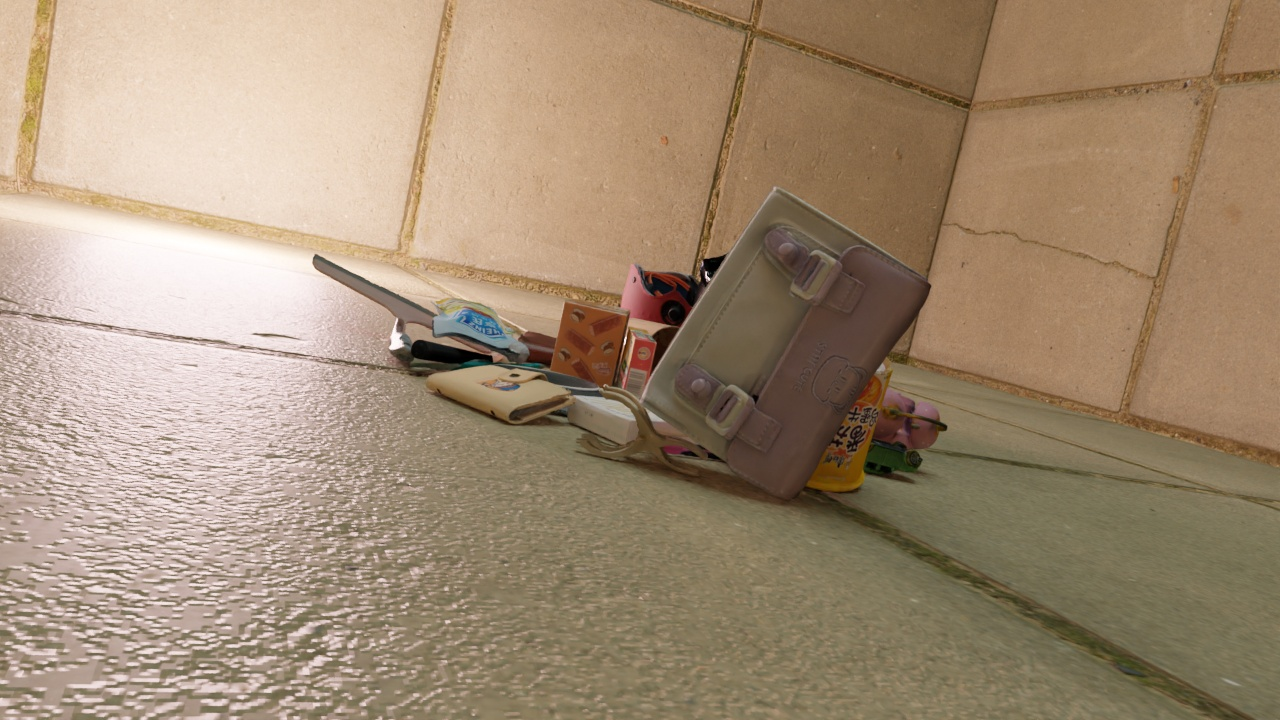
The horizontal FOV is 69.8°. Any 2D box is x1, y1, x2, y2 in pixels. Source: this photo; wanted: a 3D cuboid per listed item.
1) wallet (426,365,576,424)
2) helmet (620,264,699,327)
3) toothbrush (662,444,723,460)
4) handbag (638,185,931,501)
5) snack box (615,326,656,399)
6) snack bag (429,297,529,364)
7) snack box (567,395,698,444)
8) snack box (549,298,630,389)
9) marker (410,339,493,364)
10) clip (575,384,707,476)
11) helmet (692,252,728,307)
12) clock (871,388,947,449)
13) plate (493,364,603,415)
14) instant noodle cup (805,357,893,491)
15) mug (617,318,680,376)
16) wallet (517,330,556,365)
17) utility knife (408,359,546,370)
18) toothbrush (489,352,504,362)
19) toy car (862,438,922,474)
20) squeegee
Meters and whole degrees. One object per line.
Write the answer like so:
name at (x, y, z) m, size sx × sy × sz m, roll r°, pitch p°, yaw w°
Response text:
wallet at (-0.122, 0.025, 0.820) m, size 0.115 × 0.024 × 0.087 m, roll 15°, pitch 19°, yaw 40°
helmet at (0.073, -0.050, 1.485) m, size 0.240 × 0.144 × 0.206 m, roll 31°, pitch 15°, yaw 27°
toothbrush at (0.080, 0.083, 0.808) m, size 0.189 × 0.014 × 0.018 m, roll 9°, pitch -3°, yaw -26°
handbag at (0.110, -0.011, 0.705) m, size 0.145 × 0.197 × 0.098 m, roll 33°, pitch 7°, yaw 9°
snack box at (-0.006, 0.006, 1.050) m, size 0.027 × 0.077 × 0.155 m, roll 12°, pitch 6°, yaw -5°
snack bag at (-0.190, -0.037, 1.062) m, size 0.110 × 0.039 × 0.191 m, roll 25°, pitch 5°, yaw -20°
snack box at (0.018, 0.058, 0.847) m, size 0.156 × 0.027 × 0.085 m, roll 6°, pitch 8°, yaw -44°
snack box at (-0.061, -0.022, 1.121) m, size 0.077 × 0.094 × 0.092 m, roll 12°, pitch 6°, yaw 1°
marker at (-0.197, -0.005, 0.973) m, size 0.022 × 0.020 × 0.132 m, roll -9°, pitch -9°, yaw 19°
clip at (0.002, 0.048, 0.718) m, size 0.103 × 0.092 × 0.035 m, roll 2°, pitch 4°, yaw 8°
helmet at (0.181, -0.043, 1.207) m, size 0.274 × 0.231 × 0.233 m, roll 1°, pitch 36°, yaw -34°
clock at (0.254, 0.064, 0.987) m, size 0.117 × 0.059 × 0.159 m, roll 19°, pitch -7°, yaw -31°
plate at (-0.098, 0.026, 0.930) m, size 0.179 × 0.024 × 0.179 m, roll 12°, pitch 6°, yaw -2°
instant noodle cup at (0.150, 0.034, 0.806) m, size 0.138 × 0.110 × 0.138 m, roll 16°, pitch 19°, yaw -6°
mug at (0.023, -0.003, 1.259) m, size 0.124 × 0.084 × 0.104 m, roll 38°, pitch -11°, yaw -34°
wallet at (-0.114, -0.011, 1.234) m, size 0.101 × 0.032 × 0.124 m, roll 15°, pitch 6°, yaw -2°
utility knife at (-0.172, 0.006, 0.987) m, size 0.029 × 0.013 × 0.216 m, roll -18°, pitch -9°, yaw 27°
toothbrush at (-0.176, -0.010, 1.151) m, size 0.016 × 0.016 × 0.180 m, roll 10°, pitch 6°, yaw 1°
toy car at (0.234, 0.093, 0.912) m, size 0.091 × 0.036 × 0.043 m, roll 11°, pitch 5°, yaw -5°
squeegee at (-0.270, -0.030, 1.038) m, size 0.247 × 0.040 × 0.249 m, roll 29°, pitch 6°, yaw -19°
